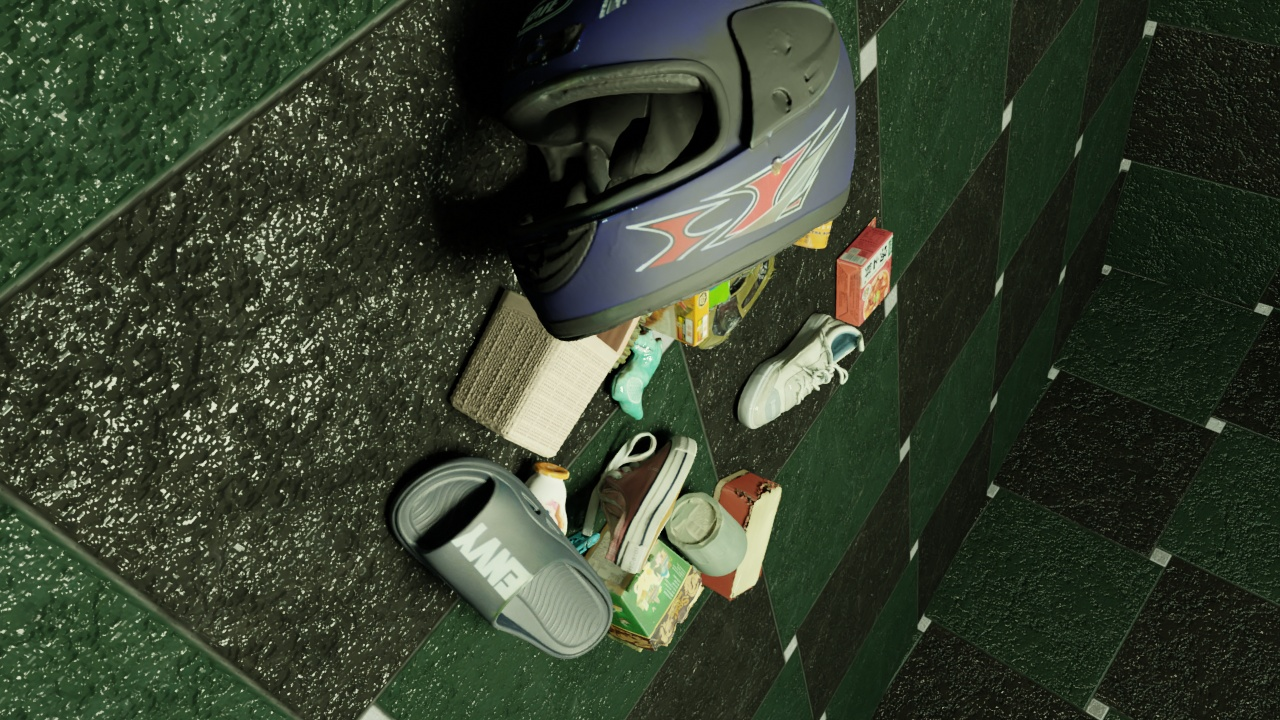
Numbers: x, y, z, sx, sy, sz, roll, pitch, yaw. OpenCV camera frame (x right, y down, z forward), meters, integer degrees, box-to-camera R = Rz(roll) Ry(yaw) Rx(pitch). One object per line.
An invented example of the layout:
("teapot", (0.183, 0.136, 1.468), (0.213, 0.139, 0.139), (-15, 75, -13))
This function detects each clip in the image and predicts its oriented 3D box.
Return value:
("clip", (-0.067, 0.201, 1.007), (0.056, 0.043, 0.014), (-23, 130, -49))

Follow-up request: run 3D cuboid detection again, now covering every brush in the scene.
("brush", (-0.026, -0.055, 0.875), (0.145, 0.063, 0.073), (-64, 152, -3))

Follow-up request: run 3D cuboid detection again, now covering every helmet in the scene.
("helmet", (0.013, -0.184, 0.690), (0.314, 0.248, 0.240), (-34, 106, -34))

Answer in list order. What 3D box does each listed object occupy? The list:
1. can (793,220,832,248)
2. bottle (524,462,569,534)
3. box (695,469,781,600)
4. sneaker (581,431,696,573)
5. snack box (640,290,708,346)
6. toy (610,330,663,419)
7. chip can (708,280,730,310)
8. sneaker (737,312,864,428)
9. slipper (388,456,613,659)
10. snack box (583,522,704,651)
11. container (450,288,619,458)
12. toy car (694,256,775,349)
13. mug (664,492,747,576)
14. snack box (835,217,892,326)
("can", (0.220, -0.216, 1.147), (0.058, 0.058, 0.146), (-14, 120, -53))
("bottle", (-0.101, 0.154, 0.889), (0.063, 0.063, 0.108), (7, 102, -57))
("box", (0.146, 0.249, 1.300), (0.091, 0.080, 0.168), (-13, 120, -52))
("sneaker", (-0.003, 0.141, 1.010), (0.240, 0.088, 0.118), (-53, 164, -63))
("snack box", (0.032, -0.094, 0.924), (0.026, 0.075, 0.154), (-36, 136, -39))
("toy", (-0.006, 0.006, 0.975), (0.096, 0.030, 0.091), (49, 63, -47))
("chip can", (0.059, -0.166, 0.925), (0.072, 0.072, 0.236), (-36, 137, -40))
("sneaker", (0.229, 0.023, 1.277), (0.241, 0.091, 0.090), (-42, 139, -34))
("slipper", (-0.102, 0.187, 0.813), (0.110, 0.083, 0.268), (-46, 122, -11))
("snack box", (-0.011, 0.250, 1.054), (0.118, 0.118, 0.106), (-54, 134, -26))
("container", (-0.094, 0.014, 0.793), (0.111, 0.090, 0.090), (-61, 148, -5))
("toy car", (0.109, -0.078, 1.084), (0.158, 0.042, 0.070), (-53, 145, -17))
("mug", (0.070, 0.238, 1.193), (0.124, 0.083, 0.103), (-38, 143, 0))
("snack box", (0.346, -0.135, 1.398), (0.126, 0.044, 0.113), (-45, 142, -33))
